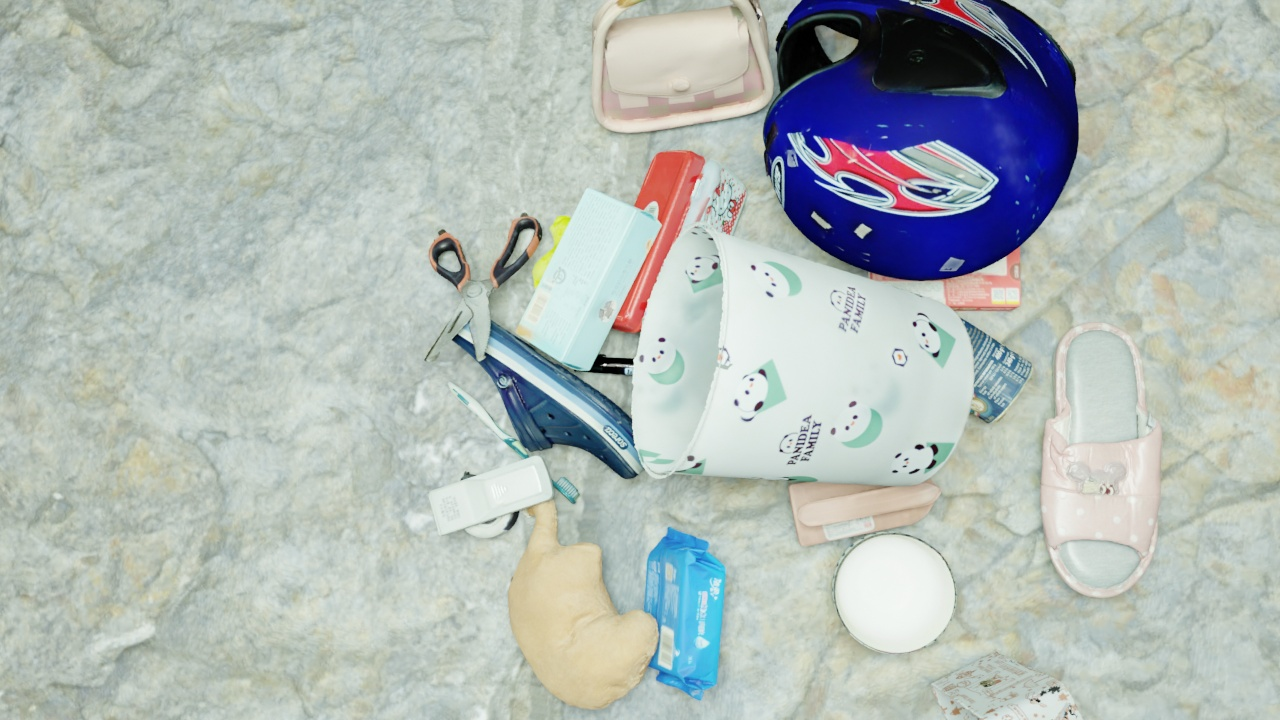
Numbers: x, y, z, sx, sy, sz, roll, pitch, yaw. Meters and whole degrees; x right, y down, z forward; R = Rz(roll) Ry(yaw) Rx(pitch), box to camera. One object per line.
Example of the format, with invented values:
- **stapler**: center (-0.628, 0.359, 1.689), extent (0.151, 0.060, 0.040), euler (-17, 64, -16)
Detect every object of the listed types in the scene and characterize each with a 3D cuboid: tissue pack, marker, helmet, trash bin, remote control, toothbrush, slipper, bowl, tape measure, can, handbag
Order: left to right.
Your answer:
- **tape measure**: center (-0.162, 0.155, 0.972), extent (0.066, 0.033, 0.066), euler (9, 82, 7)
- **remote control**: center (-0.153, 0.138, 0.944), extent (0.125, 0.024, 0.049), euler (-19, 79, 2)
- **toothbrush**: center (-0.137, 0.085, 0.987), extent (0.191, 0.016, 0.018), euler (42, 78, 8)
- **slipper**: center (-0.101, 0.045, 0.943), extent (0.253, 0.105, 0.095), euler (37, 90, 7)
- **marker**: center (-0.006, 0.006, 0.983), extent (0.132, 0.020, 0.022), euler (3, 63, 6)
- **handbag**: center (0.037, -0.317, 0.906), extent (0.193, 0.234, 0.093), euler (-7, 81, 4)
- **tissue pack**: center (0.044, 0.248, 0.914), extent (0.052, 0.095, 0.157), euler (7, 84, -25)
- **trash bin**: center (0.146, 0.010, 0.846), extent (0.251, 0.230, 0.229), euler (10, 84, -16)
- **bowl**: center (0.247, 0.226, 0.910), extent (0.116, 0.066, 0.116), euler (0, 85, 6)
- **helmet**: center (0.235, -0.208, 0.865), extent (0.315, 0.247, 0.240), euler (29, 69, 22)
- **can**: center (0.327, 0.004, 0.925), extent (0.111, 0.075, 0.075), euler (35, 87, 7)
- **slipper**: center (0.453, 0.093, 0.900), extent (0.114, 0.054, 0.274), euler (5, 78, 9)

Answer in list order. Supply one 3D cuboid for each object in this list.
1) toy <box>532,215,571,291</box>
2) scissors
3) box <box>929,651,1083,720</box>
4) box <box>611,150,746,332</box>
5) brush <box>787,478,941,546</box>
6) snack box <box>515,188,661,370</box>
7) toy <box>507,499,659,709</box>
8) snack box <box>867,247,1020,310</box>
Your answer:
- **toy**: center (-0.072, -0.111, 0.996), extent (0.097, 0.031, 0.100), euler (-9, 82, 2)
- **scissors**: center (-0.169, -0.084, 0.957), extent (0.188, 0.015, 0.225), euler (-32, 50, -16)
- **box**: center (0.303, 0.384, 0.834), extent (0.185, 0.183, 0.154), euler (-23, 81, -1)
- **box**: center (0.040, -0.113, 0.978), extent (0.101, 0.095, 0.201), euler (23, 86, -35)
- **brush**: center (0.225, 0.143, 0.920), extent (0.145, 0.073, 0.063), euler (-10, 82, 2)
- **snack box**: center (-0.053, -0.082, 0.936), extent (0.074, 0.051, 0.175), euler (31, 97, 35)
- **toy**: center (-0.080, 0.243, 0.931), extent (0.143, 0.082, 0.226), euler (-44, 68, 11)
- **snack box**: center (0.317, -0.091, 0.962), extent (0.153, 0.025, 0.075), euler (0, 82, 5)
